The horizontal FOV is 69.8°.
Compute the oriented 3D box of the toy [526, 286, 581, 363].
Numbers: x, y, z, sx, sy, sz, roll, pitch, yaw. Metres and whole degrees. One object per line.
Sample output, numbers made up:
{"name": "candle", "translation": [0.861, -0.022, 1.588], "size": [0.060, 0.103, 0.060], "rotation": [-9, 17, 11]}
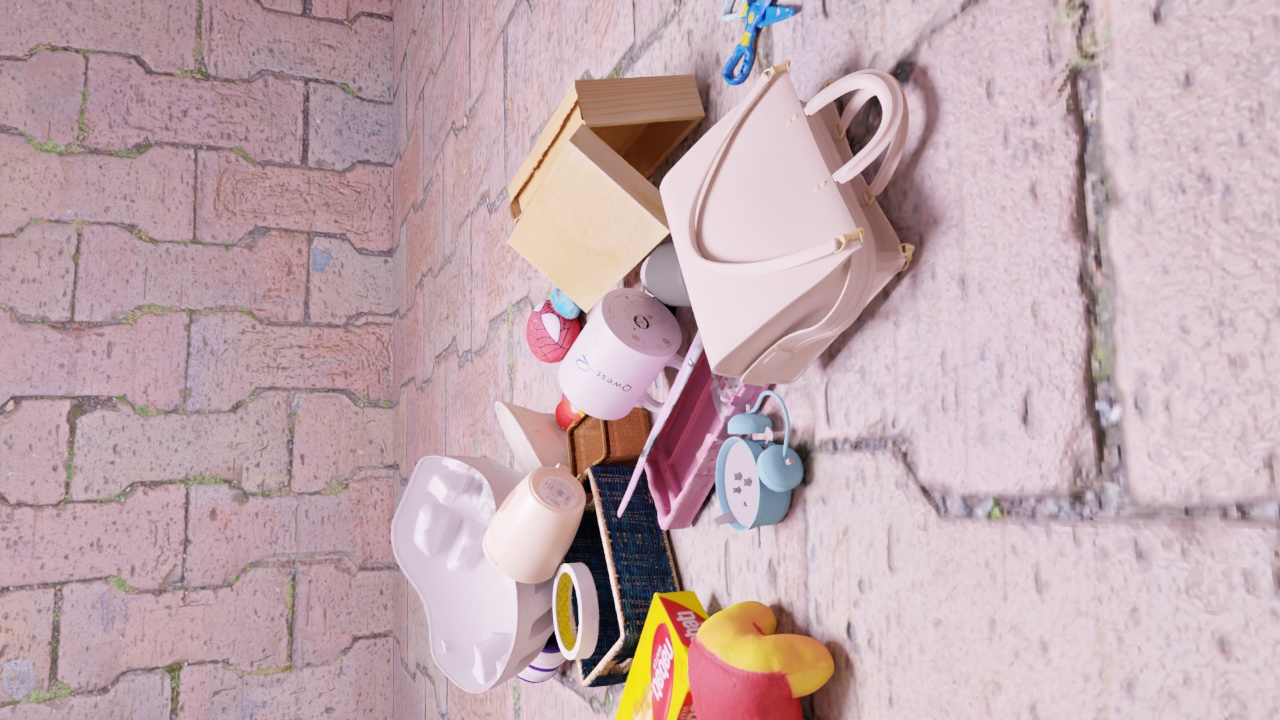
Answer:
{"name": "toy", "translation": [-0.104, -0.055, 1.170], "size": [0.092, 0.062, 0.133], "rotation": [53, 125, 46]}

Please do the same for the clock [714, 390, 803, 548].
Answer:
{"name": "clock", "translation": [0.090, 0.080, 0.714], "size": [0.087, 0.042, 0.123], "rotation": [-122, 38, -53]}

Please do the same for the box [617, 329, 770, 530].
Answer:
{"name": "box", "translation": [0.033, 0.049, 0.804], "size": [0.233, 0.080, 0.099], "rotation": [113, 148, -43]}

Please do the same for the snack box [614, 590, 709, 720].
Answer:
{"name": "snack box", "translation": [0.022, 0.312, 0.822], "size": [0.092, 0.042, 0.201], "rotation": [-122, 42, -54]}

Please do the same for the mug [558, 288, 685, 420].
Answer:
{"name": "mug", "translation": [-0.005, 0.005, 0.868], "size": [0.097, 0.119, 0.082], "rotation": [-54, 3, 40]}

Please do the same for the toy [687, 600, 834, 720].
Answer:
{"name": "toy", "translation": [0.076, 0.296, 0.679], "size": [0.147, 0.098, 0.216], "rotation": [-167, 84, -75]}

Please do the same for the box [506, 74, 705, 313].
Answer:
{"name": "box", "translation": [-0.048, -0.170, 0.923], "size": [0.249, 0.141, 0.179], "rotation": [145, 132, -65]}

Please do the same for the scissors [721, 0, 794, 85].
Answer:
{"name": "scissors", "translation": [0.096, -0.292, 0.760], "size": [0.131, 0.018, 0.109], "rotation": [130, 133, -58]}

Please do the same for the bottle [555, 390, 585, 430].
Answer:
{"name": "bottle", "translation": [-0.062, 0.036, 1.074], "size": [0.135, 0.048, 0.071], "rotation": [121, 142, -51]}

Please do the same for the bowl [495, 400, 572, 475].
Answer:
{"name": "bowl", "translation": [-0.116, 0.117, 1.148], "size": [0.176, 0.057, 0.177], "rotation": [54, 162, 27]}

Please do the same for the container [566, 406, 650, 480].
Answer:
{"name": "container", "translation": [-0.033, 0.088, 0.986], "size": [0.114, 0.061, 0.063], "rotation": [136, 131, -59]}

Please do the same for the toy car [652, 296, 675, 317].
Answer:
{"name": "toy car", "translation": [0.009, -0.026, 0.918], "size": [0.036, 0.042, 0.092], "rotation": [43, 134, 28]}

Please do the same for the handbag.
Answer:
{"name": "handbag", "translation": [0.111, -0.110, 0.629], "size": [0.198, 0.101, 0.194], "rotation": [-47, 45, 42]}

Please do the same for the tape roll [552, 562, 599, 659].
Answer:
{"name": "tape roll", "translation": [-0.066, 0.251, 0.922], "size": [0.094, 0.019, 0.094], "rotation": [-179, 90, -68]}

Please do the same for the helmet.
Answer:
{"name": "helmet", "translation": [-0.182, 0.242, 1.073], "size": [0.282, 0.183, 0.225], "rotation": [-118, 42, -54]}

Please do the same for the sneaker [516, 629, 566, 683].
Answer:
{"name": "sneaker", "translation": [-0.143, 0.292, 1.212], "size": [0.111, 0.091, 0.244], "rotation": [128, 134, -53]}

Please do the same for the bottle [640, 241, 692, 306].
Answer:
{"name": "bottle", "translation": [0.040, -0.078, 0.818], "size": [0.108, 0.060, 0.060], "rotation": [-171, 83, -67]}

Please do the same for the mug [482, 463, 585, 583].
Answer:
{"name": "mug", "translation": [-0.101, 0.156, 0.948], "size": [0.105, 0.085, 0.111], "rotation": [-59, 6, 34]}

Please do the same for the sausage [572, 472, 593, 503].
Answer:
{"name": "sausage", "translation": [-0.068, 0.194, 1.094], "size": [0.040, 0.040, 0.155], "rotation": [-168, 79, -67]}

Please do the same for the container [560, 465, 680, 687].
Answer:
{"name": "container", "translation": [-0.024, 0.221, 0.944], "size": [0.146, 0.071, 0.187], "rotation": [118, 145, -48]}
